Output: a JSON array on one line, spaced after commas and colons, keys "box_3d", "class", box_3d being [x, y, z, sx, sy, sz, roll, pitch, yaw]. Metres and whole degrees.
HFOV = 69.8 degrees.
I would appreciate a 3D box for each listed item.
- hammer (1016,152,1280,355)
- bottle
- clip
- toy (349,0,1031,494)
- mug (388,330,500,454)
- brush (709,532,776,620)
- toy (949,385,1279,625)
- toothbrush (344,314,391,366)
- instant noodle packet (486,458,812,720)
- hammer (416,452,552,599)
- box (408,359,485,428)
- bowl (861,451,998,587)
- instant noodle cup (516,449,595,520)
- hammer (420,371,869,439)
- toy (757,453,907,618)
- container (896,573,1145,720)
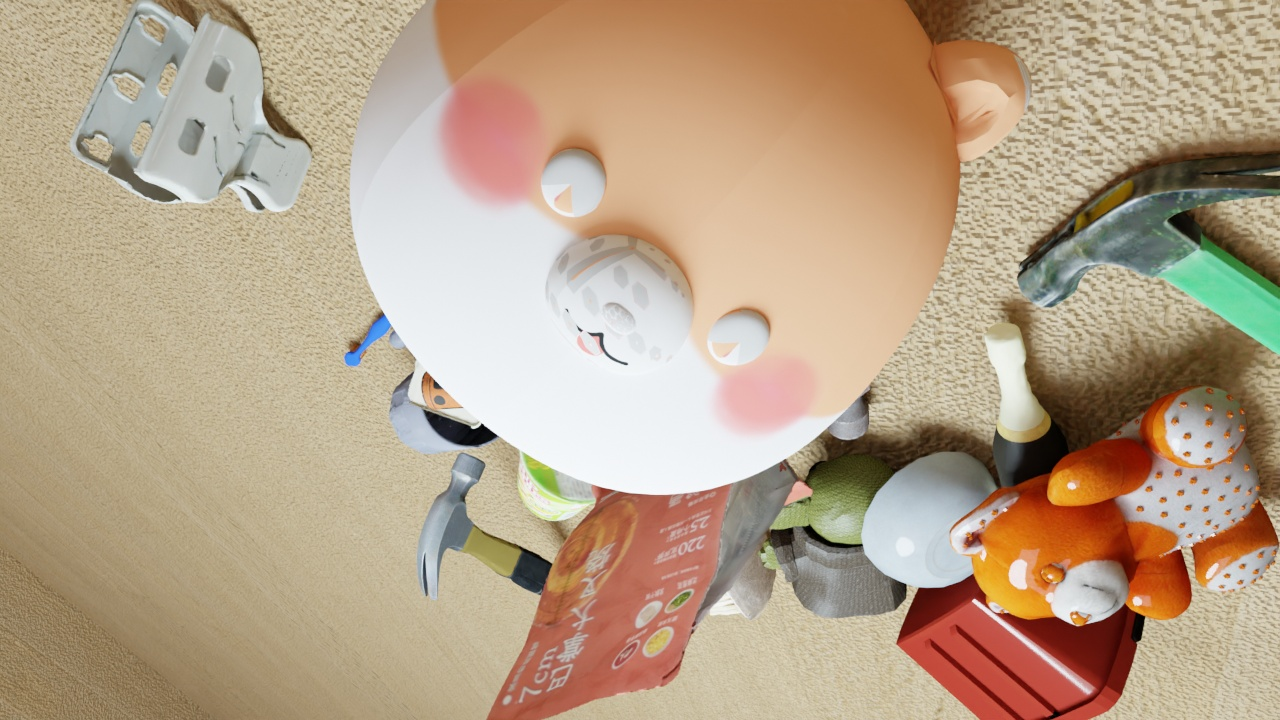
[{"box_3d": [0.369, 0.003, 0.478, 0.318, 0.032, 0.131, 32, 142, -6], "class": "hammer"}, {"box_3d": [0.248, 0.049, 0.590, 0.045, 0.045, 0.184, -2, 133, 33], "class": "bottle"}, {"box_3d": [-0.290, -0.159, 0.633, 0.096, 0.126, 0.152, 1, 158, 42], "class": "clip"}, {"box_3d": [0.014, -0.079, 0.418, 0.263, 0.265, 0.282, 42, 123, -13], "class": "toy"}, {"box_3d": [-0.172, 0.019, 0.786, 0.104, 0.083, 0.124, -18, 99, 59], "class": "mug"}, {"box_3d": [0.047, 0.121, 0.767, 0.057, 0.083, 0.271, -3, 133, 33], "class": "brush"}, {"box_3d": [0.280, 0.100, 0.545, 0.173, 0.092, 0.164, -30, 125, 14], "class": "toy"}, {"box_3d": [-0.227, -0.034, 0.817, 0.016, 0.018, 0.183, 40, 138, -15], "class": "toothbrush"}, {"box_3d": [-0.001, 0.138, 0.581, 0.165, 0.220, 0.084, -30, 100, 34], "class": "instant noodle packet"}, {"box_3d": [-0.117, 0.198, 0.886, 0.025, 0.117, 0.333, 15, 161, 25], "class": "hammer"}, {"box_3d": [-0.090, -0.013, 0.678, 0.143, 0.050, 0.184, 21, 135, -8], "class": "box"}, {"box_3d": [0.212, 0.119, 0.643, 0.106, 0.039, 0.106, -8, 118, -15], "class": "bowl"}, {"box_3d": [-0.066, 0.093, 0.802, 0.099, 0.098, 0.108, 30, 150, -2], "class": "instant noodle cup"}, {"box_3d": [-0.004, 0.004, 0.635, 0.315, 0.034, 0.138, -3, 133, 11], "class": "hammer"}, {"box_3d": [0.162, 0.135, 0.713, 0.179, 0.078, 0.153, -7, 131, 2], "class": "toy"}, {"box_3d": [0.315, 0.230, 0.691, 0.201, 0.126, 0.148, 36, 142, 6], "class": "container"}]
